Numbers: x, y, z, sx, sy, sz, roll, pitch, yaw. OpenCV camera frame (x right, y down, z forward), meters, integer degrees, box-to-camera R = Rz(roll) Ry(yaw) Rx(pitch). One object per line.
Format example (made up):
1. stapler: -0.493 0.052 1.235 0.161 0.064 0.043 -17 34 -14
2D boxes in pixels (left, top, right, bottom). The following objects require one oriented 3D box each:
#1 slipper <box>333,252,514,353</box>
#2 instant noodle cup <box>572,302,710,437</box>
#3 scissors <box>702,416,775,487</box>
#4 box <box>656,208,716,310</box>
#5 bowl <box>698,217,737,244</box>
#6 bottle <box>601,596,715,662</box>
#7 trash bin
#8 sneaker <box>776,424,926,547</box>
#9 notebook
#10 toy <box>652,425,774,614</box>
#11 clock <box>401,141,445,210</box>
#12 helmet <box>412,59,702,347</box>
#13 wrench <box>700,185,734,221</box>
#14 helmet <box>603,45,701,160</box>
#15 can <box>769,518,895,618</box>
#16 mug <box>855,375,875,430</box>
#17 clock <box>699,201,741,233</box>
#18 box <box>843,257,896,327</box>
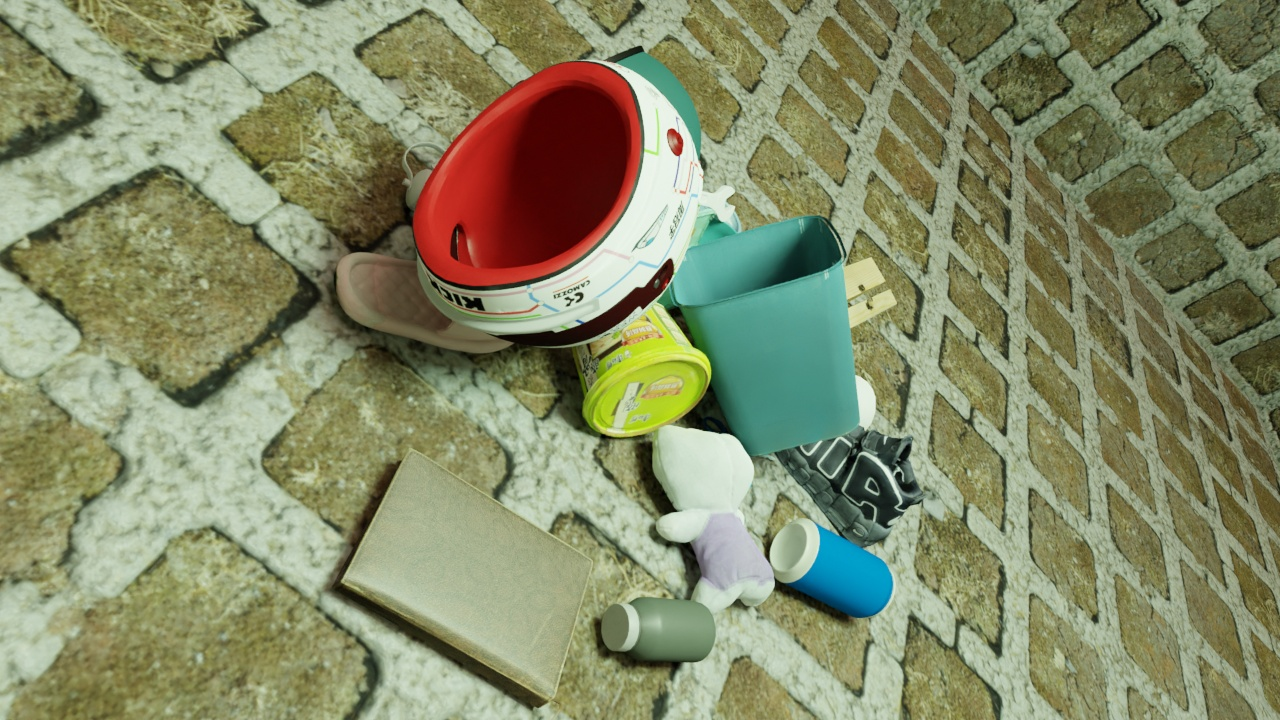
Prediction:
1. slipper: -0.201 -0.064 0.927 0.221 0.056 0.106 5 59 -42
2. instant noodle cup: -0.006 0.006 1.004 0.146 0.147 0.097 8 45 -41
3. scissors: 0.122 0.103 1.152 0.127 0.014 0.127 45 37 -7
4. box: 0.025 -0.114 1.138 0.186 0.113 0.078 -20 55 -38
5. bowl: 0.082 -0.132 1.249 0.121 0.121 0.046 61 -4 11
6. bottle: 0.018 0.260 0.887 0.108 0.060 0.060 16 50 -37
7. trash bin: 0.158 -0.026 1.088 0.196 0.199 0.219 -87 161 -63
8. sneaker: 0.275 0.111 1.187 0.252 0.151 0.097 54 39 4
9. notebook: -0.147 0.203 0.787 0.215 0.035 0.189 36 41 -18
10. toy: 0.081 0.167 1.007 0.137 0.086 0.209 4 63 -42
11. clock: -0.196 -0.181 1.019 0.159 0.061 0.119 48 38 -6
12. helmet: -0.071 -0.131 0.891 0.231 0.236 0.313 24 69 19
13. wrench: 0.046 -0.206 1.126 0.009 0.047 0.272 23 14 32
14. helmet: -0.032 -0.260 1.155 0.273 0.177 0.200 -40 105 -43
15. can: 0.227 0.248 1.089 0.146 0.079 0.078 30 43 -25
16. mug: 0.280 0.048 1.276 0.076 0.090 0.124 -30 120 -59
17. clock: 0.098 -0.187 1.326 0.089 0.052 0.124 39 44 -17
18. box: 0.265 -0.070 1.310 0.092 0.128 0.248 58 30 7
